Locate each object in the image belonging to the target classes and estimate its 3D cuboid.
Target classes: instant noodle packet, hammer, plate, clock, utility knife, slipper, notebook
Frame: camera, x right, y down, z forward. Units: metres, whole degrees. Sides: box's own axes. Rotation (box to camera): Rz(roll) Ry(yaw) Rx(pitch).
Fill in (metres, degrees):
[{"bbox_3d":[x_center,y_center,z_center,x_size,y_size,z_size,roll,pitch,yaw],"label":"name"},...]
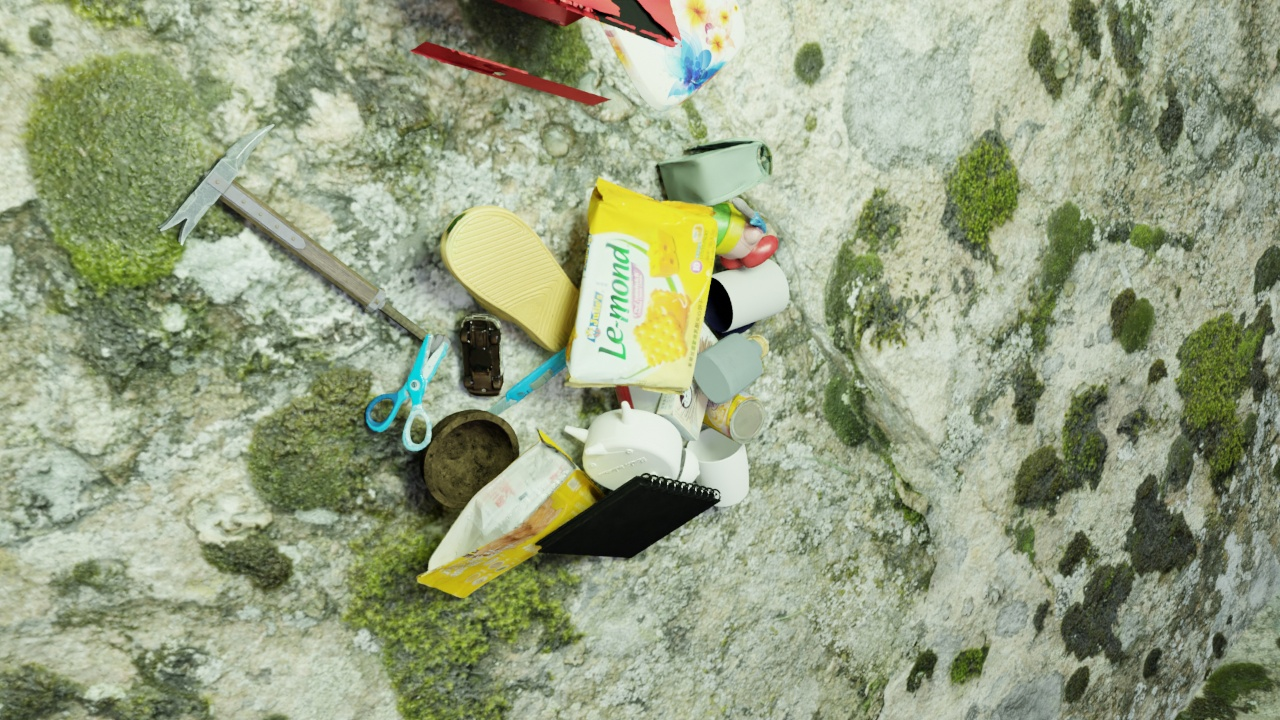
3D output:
[{"bbox_3d":[-0.158,0.199,1.107,0.221,0.084,0.163,-42,160,-7],"label":"instant noodle packet"},{"bbox_3d":[-0.323,-0.099,0.981,0.317,0.028,0.147,41,81,-34],"label":"hammer"},{"bbox_3d":[0.045,-0.423,1.132,0.186,0.016,0.187,-43,122,-15],"label":"plate"},{"bbox_3d":[-0.010,0.127,1.184,0.161,0.126,0.072,39,43,-33],"label":"clock"},{"bbox_3d":[-0.125,0.023,1.129,0.209,0.015,0.031,-37,135,0],"label":"utility knife"},{"bbox_3d":[-0.147,-0.097,1.070,0.099,0.078,0.263,-52,141,-7],"label":"slipper"},{"bbox_3d":[-0.005,0.204,1.178,0.169,0.019,0.231,-36,153,17],"label":"notebook"}]

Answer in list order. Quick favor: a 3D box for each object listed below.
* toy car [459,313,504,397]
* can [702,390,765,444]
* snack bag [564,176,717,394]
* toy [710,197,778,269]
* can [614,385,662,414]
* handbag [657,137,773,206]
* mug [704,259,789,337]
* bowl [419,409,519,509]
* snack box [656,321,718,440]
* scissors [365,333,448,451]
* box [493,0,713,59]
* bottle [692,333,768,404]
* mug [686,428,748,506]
[{"bbox_3d":[-0.186,-0.006,1.086,0.048,0.040,0.113,4,121,1],"label":"toy car"},{"bbox_3d":[0.116,0.066,1.266,0.067,0.105,0.068,-13,114,-31],"label":"can"},{"bbox_3d":[-0.002,-0.082,1.096,0.159,0.068,0.247,8,97,-19],"label":"snack bag"},{"bbox_3d":[0.106,-0.163,1.181,0.131,0.124,0.096,43,75,-31],"label":"toy"},{"bbox_3d":[-0.007,0.007,1.194,0.067,0.067,0.170,-25,116,-25],"label":"can"},{"bbox_3d":[0.090,-0.239,1.150,0.106,0.122,0.067,-25,107,-22],"label":"handbag"},{"bbox_3d":[0.139,-0.077,1.265,0.096,0.078,0.112,-20,142,-27],"label":"mug"},{"bbox_3d":[-0.212,0.111,1.097,0.121,0.056,0.121,-13,114,-32],"label":"bowl"},{"bbox_3d":[0.067,0.023,1.225,0.082,0.026,0.149,48,51,-47],"label":"snack box"},{"bbox_3d":[-0.265,0.028,1.039,0.014,0.090,0.141,-17,124,-78],"label":"scissors"},{"bbox_3d":[-0.086,-0.391,0.877,0.210,0.315,0.124,7,111,-35],"label":"box"},{"bbox_3d":[0.129,0.002,1.242,0.072,0.046,0.160,57,34,2],"label":"bottle"},{"bbox_3d":[0.098,0.157,1.309,0.114,0.080,0.088,-13,121,4],"label":"mug"}]
